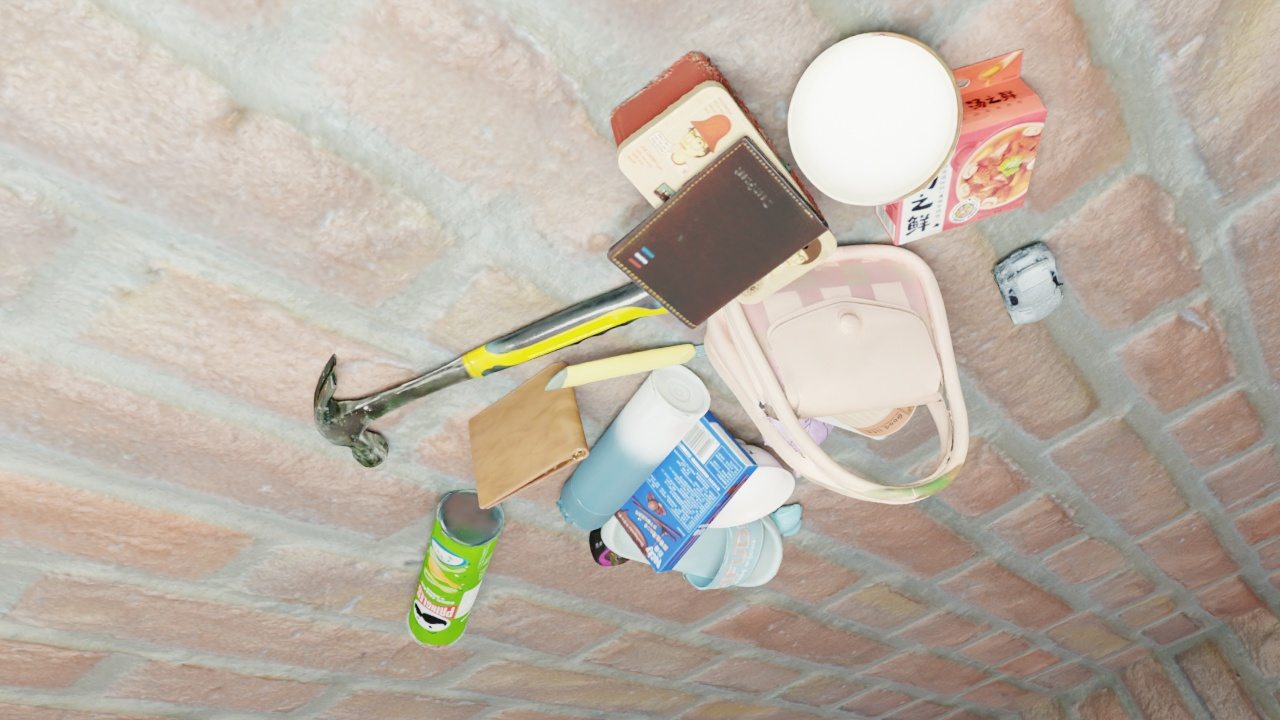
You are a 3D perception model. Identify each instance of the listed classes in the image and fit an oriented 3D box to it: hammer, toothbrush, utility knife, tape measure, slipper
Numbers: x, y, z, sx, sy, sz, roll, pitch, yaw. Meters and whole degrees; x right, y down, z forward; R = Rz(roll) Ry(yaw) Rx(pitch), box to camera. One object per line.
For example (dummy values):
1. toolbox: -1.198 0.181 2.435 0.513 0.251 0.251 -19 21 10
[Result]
1. hammer: -0.125 -0.002 0.773 0.323 0.031 0.126 -22 144 6
2. toothbrush: 0.200 0.053 0.962 0.220 0.027 0.026 19 111 -45
3. utility knife: -0.005 0.005 0.821 0.172 0.019 0.031 -6 146 -27
4. tape measure: -0.031 0.218 1.085 0.057 0.039 0.058 -17 143 -2
5. slipper: 0.070 0.211 1.056 0.245 0.074 0.104 17 104 -28

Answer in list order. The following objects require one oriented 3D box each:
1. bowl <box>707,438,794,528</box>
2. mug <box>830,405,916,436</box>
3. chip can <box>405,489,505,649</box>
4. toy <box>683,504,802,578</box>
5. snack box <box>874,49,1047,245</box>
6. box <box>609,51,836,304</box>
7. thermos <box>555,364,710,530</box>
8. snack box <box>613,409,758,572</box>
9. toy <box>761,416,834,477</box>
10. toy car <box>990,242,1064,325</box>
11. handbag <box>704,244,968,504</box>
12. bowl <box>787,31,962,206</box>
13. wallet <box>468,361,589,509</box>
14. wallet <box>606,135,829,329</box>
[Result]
1. bowl: 0.102 0.125 0.999 0.118 0.064 0.118 -11 143 -8
2. mug: 0.218 0.009 0.894 0.105 0.081 0.115 24 106 -40
3. chip can: -0.205 0.233 1.007 0.072 0.072 0.237 1 139 -23
4. toy: 0.131 0.240 1.172 0.161 0.049 0.157 -8 137 -27
5. snack box: 0.245 -0.161 0.710 0.113 0.044 0.127 -17 143 -1
6. box: 0.060 -0.129 0.648 0.091 0.079 0.168 -33 129 19
7. thermos: -0.013 0.093 0.915 0.070 0.070 0.221 9 137 -31
8. snack box: 0.043 0.134 0.942 0.026 0.084 0.157 6 126 -52
9. toy: 0.164 0.075 0.975 0.108 0.039 0.084 32 90 -47
10. toy car: 0.379 -0.069 0.890 0.054 0.036 0.120 -30 145 15
11. handbag: 0.172 0.016 0.748 0.193 0.233 0.094 -6 143 -15
12. bowl: 0.164 -0.167 0.639 0.114 0.113 0.062 -37 180 23
13. wallet: -0.102 0.066 0.813 0.115 0.101 0.020 -30 138 18
14. wallet: 0.052 -0.083 0.623 0.122 0.020 0.096 -38 126 21
